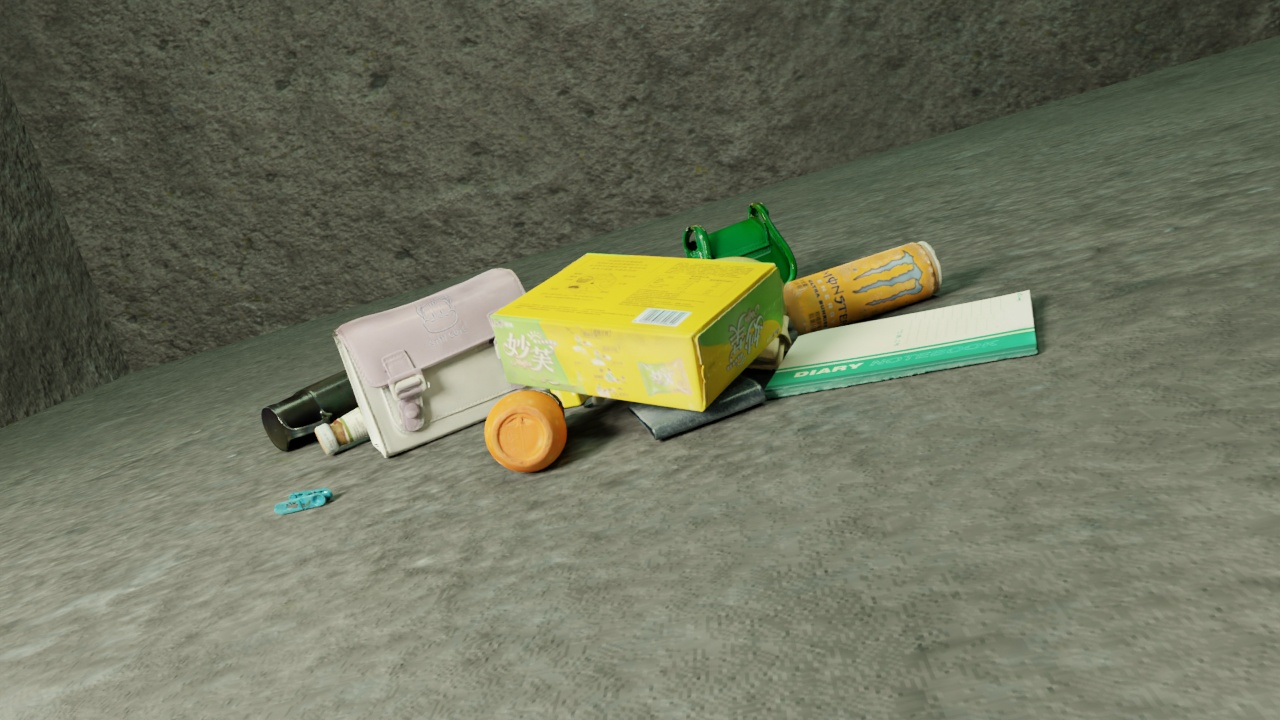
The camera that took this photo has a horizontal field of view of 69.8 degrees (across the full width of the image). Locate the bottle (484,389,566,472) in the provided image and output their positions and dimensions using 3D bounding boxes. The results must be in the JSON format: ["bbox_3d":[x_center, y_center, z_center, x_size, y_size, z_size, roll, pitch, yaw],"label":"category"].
[{"bbox_3d":[-0.092,0.053,0.796,0.067,0.067,0.149,-16,5,3],"label":"bottle"}]

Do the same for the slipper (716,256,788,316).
[{"bbox_3d":[0.060,-0.054,0.976,0.190,0.091,0.082,-7,-12,-3],"label":"slipper"}]

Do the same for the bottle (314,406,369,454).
[{"bbox_3d":[-0.270,0.048,1.055,0.205,0.060,0.060,-27,16,-22],"label":"bottle"}]

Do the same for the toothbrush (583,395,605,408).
[{"bbox_3d":[-0.006,0.006,0.953,0.026,0.027,0.220,-30,5,29],"label":"toothbrush"}]

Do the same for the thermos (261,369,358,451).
[{"bbox_3d":[-0.355,0.043,1.181,0.090,0.068,0.241,13,31,39],"label":"thermos"}]

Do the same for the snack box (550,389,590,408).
[{"bbox_3d":[-0.061,-0.014,0.967,0.034,0.087,0.140,-10,14,25],"label":"snack box"}]

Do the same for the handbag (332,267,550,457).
[{"bbox_3d":[-0.206,-0.001,0.975,0.196,0.145,0.098,-23,11,-22],"label":"handbag"}]

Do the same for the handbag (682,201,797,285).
[{"bbox_3d":[0.121,-0.126,1.139,0.131,0.120,0.068,-24,9,-21],"label":"handbag"}]

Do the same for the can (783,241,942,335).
[{"bbox_3d":[0.219,-0.071,0.908,0.146,0.058,0.058,-18,13,-4],"label":"can"}]

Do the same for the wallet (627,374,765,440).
[{"bbox_3d":[0.044,0.034,0.783,0.097,0.019,0.121,-19,10,-8],"label":"wallet"}]

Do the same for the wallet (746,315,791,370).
[{"bbox_3d":[0.100,-0.026,0.874,0.087,0.024,0.115,10,27,7],"label":"wallet"}]

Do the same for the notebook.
[{"bbox_3d":[0.219,-0.013,0.770,0.209,0.012,0.150,-11,15,24],"label":"notebook"}]

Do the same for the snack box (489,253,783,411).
[{"bbox_3d":[-0.001,-0.033,0.807,0.210,0.070,0.157,6,30,33],"label":"snack box"}]

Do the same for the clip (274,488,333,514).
[{"bbox_3d":[-0.310,0.129,0.850,0.056,0.013,0.039,-12,14,19],"label":"clip"}]
